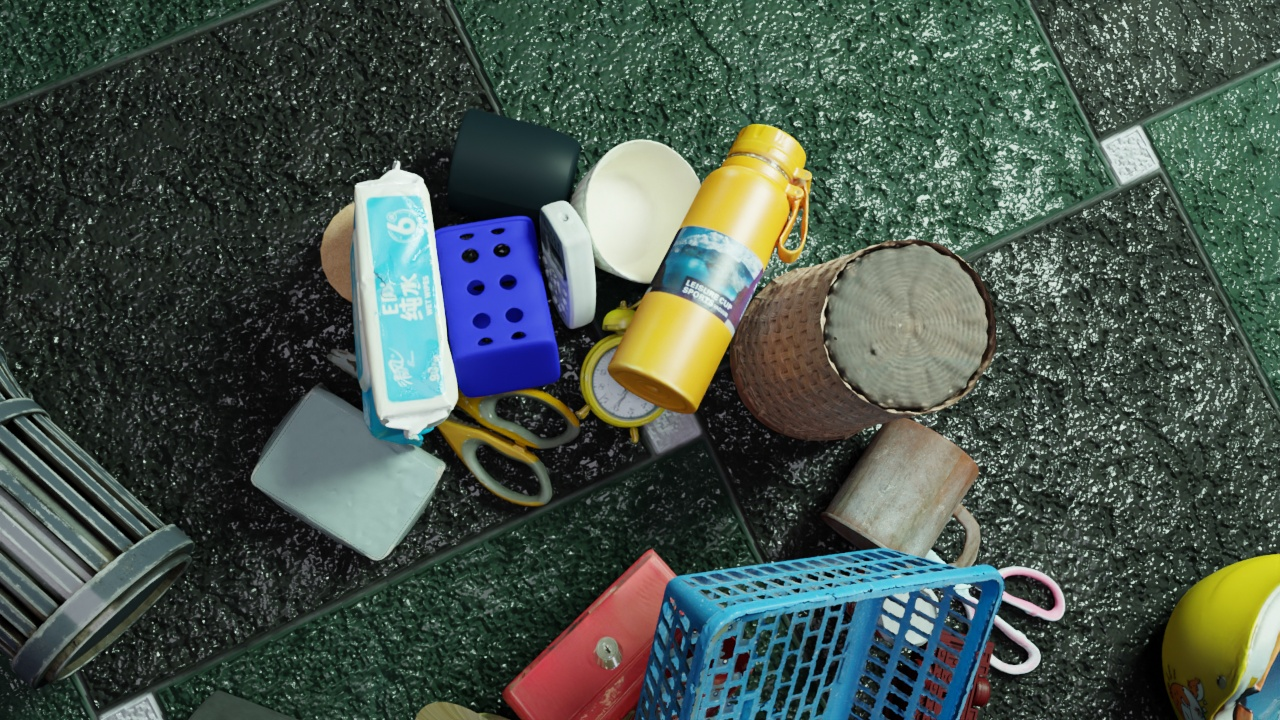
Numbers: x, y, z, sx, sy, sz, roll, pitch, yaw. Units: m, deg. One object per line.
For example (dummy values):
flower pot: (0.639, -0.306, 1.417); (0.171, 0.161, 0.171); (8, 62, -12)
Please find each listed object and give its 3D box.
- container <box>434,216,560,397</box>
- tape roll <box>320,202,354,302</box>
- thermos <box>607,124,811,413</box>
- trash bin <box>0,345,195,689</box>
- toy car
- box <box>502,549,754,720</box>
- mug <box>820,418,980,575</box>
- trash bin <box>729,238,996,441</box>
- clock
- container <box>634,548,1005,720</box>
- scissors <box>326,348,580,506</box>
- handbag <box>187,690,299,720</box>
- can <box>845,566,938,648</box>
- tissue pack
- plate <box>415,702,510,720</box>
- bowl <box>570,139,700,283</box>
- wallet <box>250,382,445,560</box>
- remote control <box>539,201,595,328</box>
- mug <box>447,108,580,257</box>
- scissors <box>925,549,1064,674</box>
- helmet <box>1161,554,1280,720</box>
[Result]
container: (-0.114, -0.041, 0.732); (0.084, 0.085, 0.113); (-11, 65, -7)
tape roll: (-0.218, -0.088, 0.773); (0.094, 0.027, 0.094); (0, 85, -5)
thermos: (0.065, -0.072, 0.724); (0.091, 0.076, 0.232); (31, 74, -14)
trash bin: (-0.463, 0.113, 0.672); (0.227, 0.164, 0.164); (44, 83, -4)
toy car: (0.237, 0.306, 0.762); (0.070, 0.062, 0.169); (16, 84, -3)
box: (-0.019, 0.230, 0.714); (0.126, 0.137, 0.157); (45, 81, -9)
mug: (0.229, 0.121, 0.761); (0.123, 0.096, 0.110); (34, 87, 6)
trash bin: (0.160, -0.013, 0.709); (0.151, 0.210, 0.151); (0, 84, -5)
clock: (-0.005, 0.004, 0.768); (0.083, 0.057, 0.118); (25, 90, -2)
container: (0.092, 0.295, 0.647); (0.256, 0.089, 0.363); (1, 110, -32)
scissors: (-0.166, 0.051, 0.769); (0.229, 0.016, 0.114); (19, 102, 6)
handbag: (-0.266, 0.323, 0.649); (0.176, 0.196, 0.072); (22, 83, -3)
can: (0.202, 0.199, 0.750); (0.054, 0.096, 0.054); (0, 85, -5)
tissue pack: (-0.183, -0.041, 0.694); (0.066, 0.117, 0.209); (-5, 82, -20)
plate: (-0.096, 0.328, 0.700); (0.036, 0.185, 0.184); (-33, 88, -46)
bowl: (-0.009, -0.120, 0.764); (0.115, 0.063, 0.115); (-1, 92, -31)
wallet: (-0.235, 0.091, 0.746); (0.131, 0.054, 0.100); (36, 91, -4)
remote control: (-0.059, -0.075, 0.745); (0.028, 0.114, 0.060); (-22, 57, -16)
mug: (-0.107, -0.139, 0.767); (0.094, 0.085, 0.122); (13, 112, -4)
scissors: (0.278, 0.210, 0.799); (0.178, 0.016, 0.101); (23, 84, -3)
helmet: (0.532, 0.268, 0.756); (0.209, 0.139, 0.240); (-21, 100, -7)
